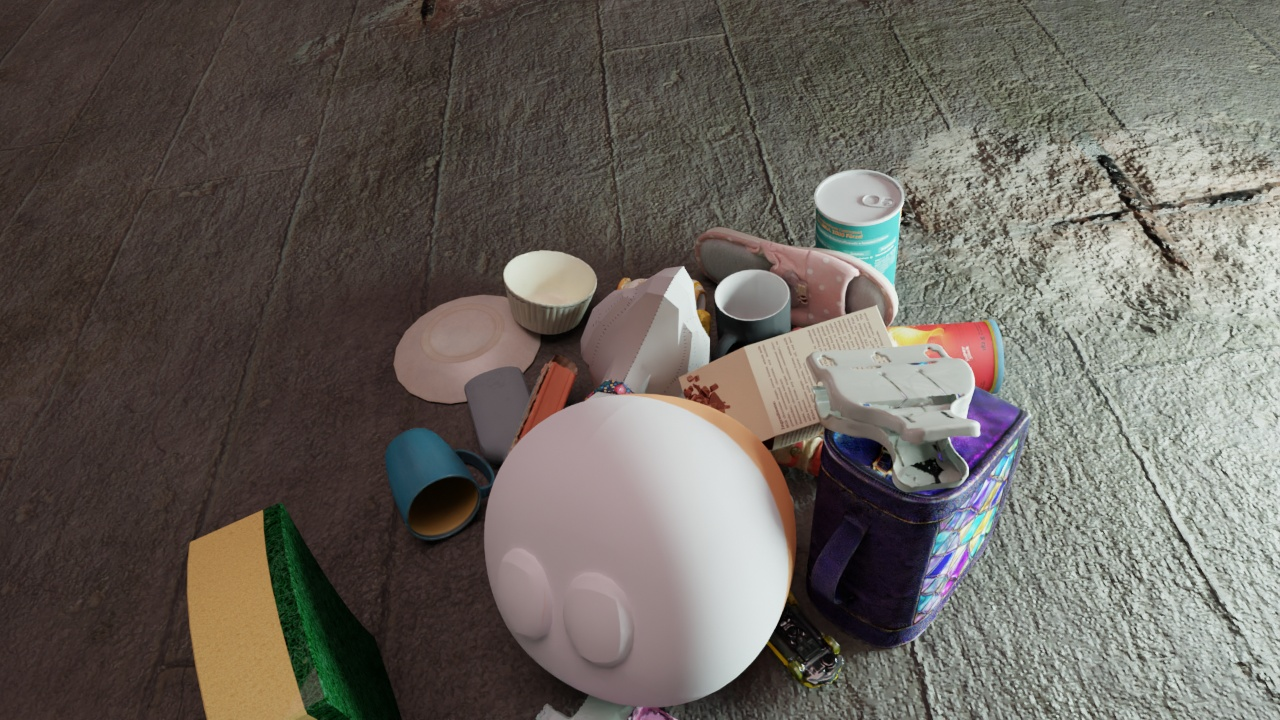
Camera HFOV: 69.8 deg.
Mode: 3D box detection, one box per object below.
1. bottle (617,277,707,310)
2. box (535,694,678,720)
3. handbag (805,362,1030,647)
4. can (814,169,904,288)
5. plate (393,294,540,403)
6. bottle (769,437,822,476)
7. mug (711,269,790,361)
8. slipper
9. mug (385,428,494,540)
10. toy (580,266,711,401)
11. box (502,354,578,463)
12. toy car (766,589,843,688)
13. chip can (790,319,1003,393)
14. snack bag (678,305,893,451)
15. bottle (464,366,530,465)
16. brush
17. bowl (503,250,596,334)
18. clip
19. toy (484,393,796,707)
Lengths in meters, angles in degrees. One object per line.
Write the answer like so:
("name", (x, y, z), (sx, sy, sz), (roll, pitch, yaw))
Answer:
("bottle", (0.025, -0.076, 1.134), (0.109, 0.063, 0.063), (14, 51, 23))
("box", (-0.059, 0.374, 0.745), (0.159, 0.035, 0.229), (24, 56, 29))
("handbag", (0.227, 0.133, 0.812), (0.125, 0.205, 0.221), (32, 52, 33))
("can", (0.257, -0.138, 1.093), (0.099, 0.144, 0.099), (-5, 47, 5))
("plate", (-0.221, -0.026, 1.154), (0.189, 0.027, 0.188), (-5, 47, 5))
("bottle", (0.162, 0.094, 0.963), (0.109, 0.044, 0.044), (16, 52, 26))
("mug", (0.119, -0.030, 1.051), (0.085, 0.095, 0.121), (25, 56, 29))
("slipper", (0.173, -0.091, 1.091), (0.275, 0.114, 0.054), (21, 50, 35))
("mug", (-0.214, 0.125, 0.985), (0.112, 0.085, 0.104), (-4, 33, -34))
("toy", (-0.006, 0.006, 0.986), (0.141, 0.247, 0.266), (27, 35, 4))
("box", (-0.105, 0.060, 0.991), (0.058, 0.053, 0.186), (2, 41, 11))
("toy car", (0.138, 0.250, 0.829), (0.049, 0.030, 0.107), (-28, 46, -17))
("chip can", (0.274, 0.002, 1.000), (0.213, 0.087, 0.086), (-3, 47, 6))
("snack bag", (0.151, 0.029, 0.922), (0.206, 0.070, 0.094), (-18, 72, 0))
("bottle", (-0.148, 0.078, 1.030), (0.072, 0.046, 0.161), (-19, 47, -8))
("brush", (-0.265, 0.261, 0.738), (0.075, 0.250, 0.195), (-24, 44, -13))
("bowl", (-0.115, -0.080, 1.149), (0.115, 0.063, 0.115), (6, 40, -5))
("clip", (0.209, 0.040, 0.732), (0.125, 0.082, 0.147), (-7, 40, -8))
("toy", (0.009, 0.157, 0.796), (0.263, 0.266, 0.279), (9, 18, 33))
